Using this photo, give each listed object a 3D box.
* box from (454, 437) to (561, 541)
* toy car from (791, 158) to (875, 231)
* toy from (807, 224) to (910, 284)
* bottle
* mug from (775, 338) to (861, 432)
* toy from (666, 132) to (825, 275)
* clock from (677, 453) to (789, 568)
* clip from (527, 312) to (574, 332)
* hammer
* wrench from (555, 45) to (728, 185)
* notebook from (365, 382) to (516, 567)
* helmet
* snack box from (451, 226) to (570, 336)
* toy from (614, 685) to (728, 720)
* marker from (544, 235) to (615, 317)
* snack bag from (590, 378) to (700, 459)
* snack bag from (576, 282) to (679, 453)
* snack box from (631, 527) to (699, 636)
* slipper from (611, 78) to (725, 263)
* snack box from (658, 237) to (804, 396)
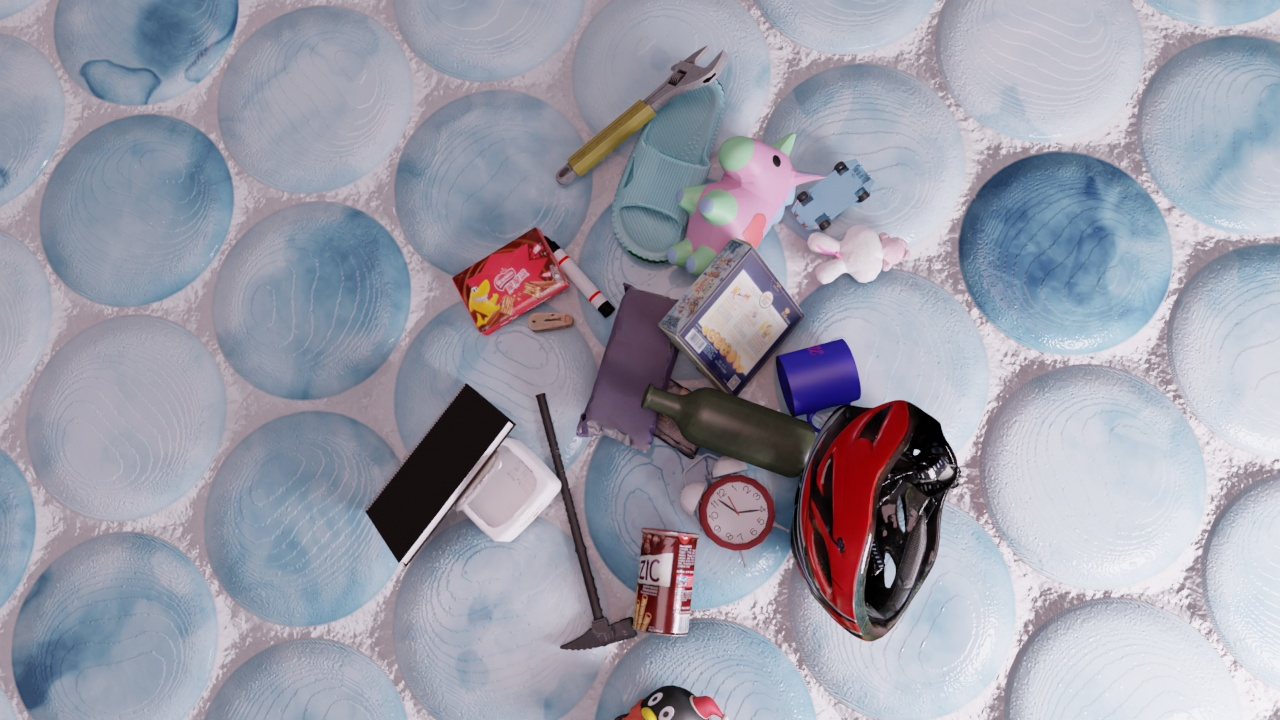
[{"bbox_3d":[-0.175,0.151,1.105,0.103,0.130,0.110,43,87,13],"label":"box"},{"bbox_3d":[0.251,-0.213,1.201,0.108,0.027,0.060,-37,81,7],"label":"toy car"},{"bbox_3d":[0.281,-0.137,1.181,0.125,0.037,0.076,-8,76,-1],"label":"toy"},{"bbox_3d":[0.102,0.076,1.099,0.207,0.071,0.071,20,82,-6],"label":"bottle"},{"bbox_3d":[0.223,0.037,1.137,0.083,0.079,0.111,-15,92,0],"label":"mug"},{"bbox_3d":[0.125,-0.181,1.164,0.170,0.120,0.222,-5,115,-37],"label":"toy"},{"bbox_3d":[0.110,0.179,1.132,0.096,0.048,0.137,-39,82,-4],"label":"clock"},{"bbox_3d":[-0.117,-0.050,1.192,0.062,0.047,0.025,4,80,-24],"label":"clip"},{"bbox_3d":[-0.093,0.199,1.157,0.095,0.015,0.324,-16,79,1],"label":"hammer"},{"bbox_3d":[-0.003,-0.319,1.202,0.274,0.018,0.083,-38,42,9],"label":"wrench"},{"bbox_3d":[-0.249,0.133,1.124,0.016,0.149,0.206,41,83,-35],"label":"notebook"},{"bbox_3d":[0.264,0.178,1.051,0.167,0.217,0.271,8,79,39],"label":"helmet"},{"bbox_3d":[-0.169,-0.103,1.198,0.133,0.021,0.089,-30,81,7],"label":"snack box"},{"bbox_3d":[0.033,0.428,1.068,0.099,0.097,0.119,30,96,-37],"label":"toy"},{"bbox_3d":[-0.088,-0.115,1.206,0.019,0.019,0.145,-41,81,-4],"label":"marker"},{"bbox_3d":[0.021,0.055,1.172,0.155,0.018,0.074,33,84,7],"label":"snack bag"},{"bbox_3d":[-0.007,0.007,1.145,0.096,0.058,0.205,15,78,5],"label":"snack bag"},{"bbox_3d":[0.030,0.267,1.110,0.072,0.072,0.121,6,82,4],"label":"snack box"},{"bbox_3d":[0.038,-0.264,1.201,0.116,0.069,0.276,18,81,9],"label":"slipper"},{"bbox_3d":[0.115,-0.049,1.129,0.145,0.144,0.043,-49,39,-6],"label":"snack box"}]
